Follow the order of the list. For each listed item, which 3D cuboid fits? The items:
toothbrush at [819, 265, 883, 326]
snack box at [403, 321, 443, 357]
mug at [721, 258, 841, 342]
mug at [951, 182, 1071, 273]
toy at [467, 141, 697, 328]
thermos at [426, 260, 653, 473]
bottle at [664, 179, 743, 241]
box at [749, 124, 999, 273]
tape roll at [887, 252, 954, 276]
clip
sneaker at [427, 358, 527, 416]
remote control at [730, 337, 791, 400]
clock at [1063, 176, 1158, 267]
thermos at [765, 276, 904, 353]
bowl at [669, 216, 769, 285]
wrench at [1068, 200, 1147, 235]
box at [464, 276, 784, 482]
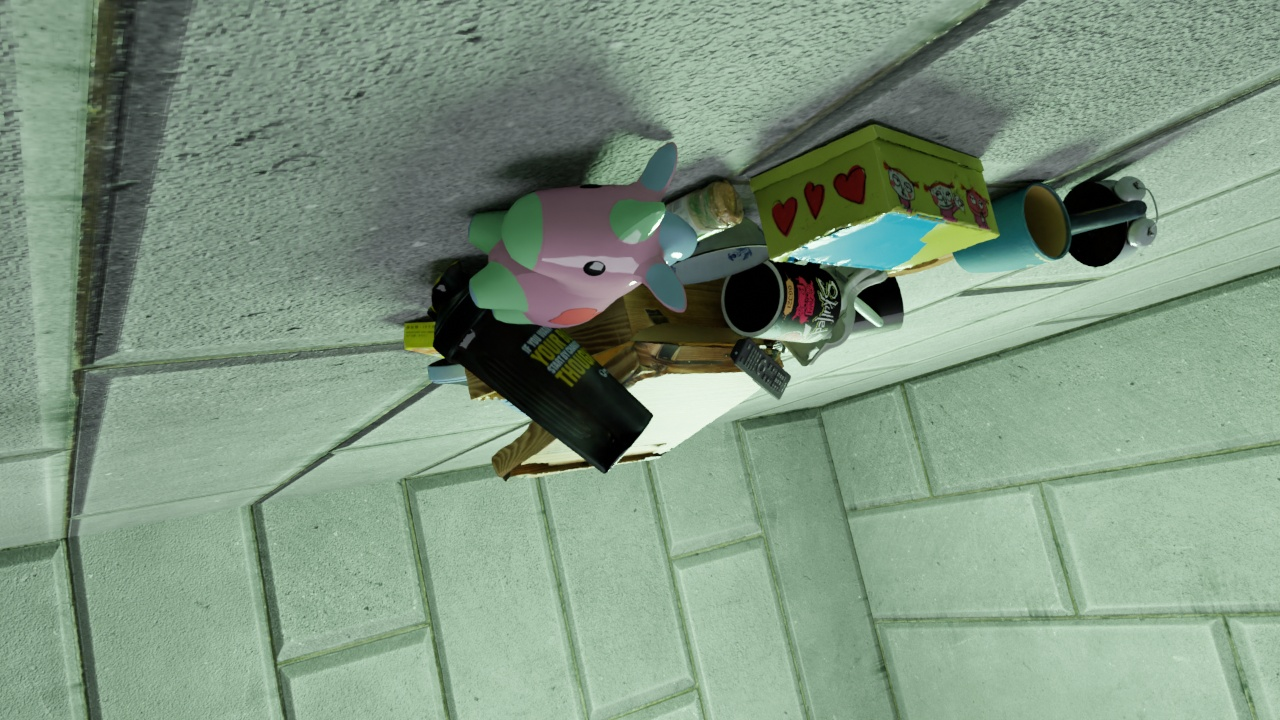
[{"bbox_3d":[0.262,-0.079,1.151,0.154,0.022,0.015,32,176,-36],"label":"toothbrush"},{"bbox_3d":[-0.211,-0.019,1.025,0.040,0.029,0.148,-2,174,14],"label":"snack box"},{"bbox_3d":[0.152,-0.079,0.953,0.098,0.118,0.082,3,-161,-43],"label":"mug"},{"bbox_3d":[0.408,-0.146,1.009,0.112,0.084,0.104,-41,-167,-32],"label":"mug"},{"bbox_3d":[-0.042,-0.077,0.699,0.171,0.120,0.222,-4,171,4],"label":"toy"},{"bbox_3d":[-0.094,0.006,0.826,0.098,0.221,0.098,-50,-178,2],"label":"thermos"},{"bbox_3d":[0.031,-0.113,0.765,0.111,0.043,0.043,-20,169,35],"label":"bottle"},{"bbox_3d":[0.207,-0.133,0.791,0.125,0.079,0.220,-20,166,42],"label":"box"},{"bbox_3d":[0.343,-0.131,1.133,0.094,0.027,0.094,-12,171,-2],"label":"tape roll"},{"bbox_3d":[0.204,-0.080,1.051,0.101,0.126,0.152,29,107,-26],"label":"clip"},{"bbox_3d":[-0.157,0.034,1.185,0.240,0.098,0.084,-6,-173,-40],"label":"sneaker"},{"bbox_3d":[0.127,0.009,0.974,0.015,0.032,0.136,25,175,33],"label":"remote control"},{"bbox_3d":[0.519,-0.155,1.012,0.035,0.094,0.123,-14,178,-18],"label":"clock"},{"bbox_3d":[0.242,-0.062,1.233,0.198,0.086,0.086,-12,171,-2],"label":"thermos"},{"bbox_3d":[0.061,-0.106,0.832,0.114,0.045,0.114,-12,172,-2],"label":"bowl"},{"bbox_3d":[0.458,-0.147,1.059,0.073,0.022,0.274,-23,-174,-23],"label":"wrench"},{"bbox_3d":[-0.004,0.005,1.007,0.252,0.192,0.278,-21,166,35],"label":"box"}]
